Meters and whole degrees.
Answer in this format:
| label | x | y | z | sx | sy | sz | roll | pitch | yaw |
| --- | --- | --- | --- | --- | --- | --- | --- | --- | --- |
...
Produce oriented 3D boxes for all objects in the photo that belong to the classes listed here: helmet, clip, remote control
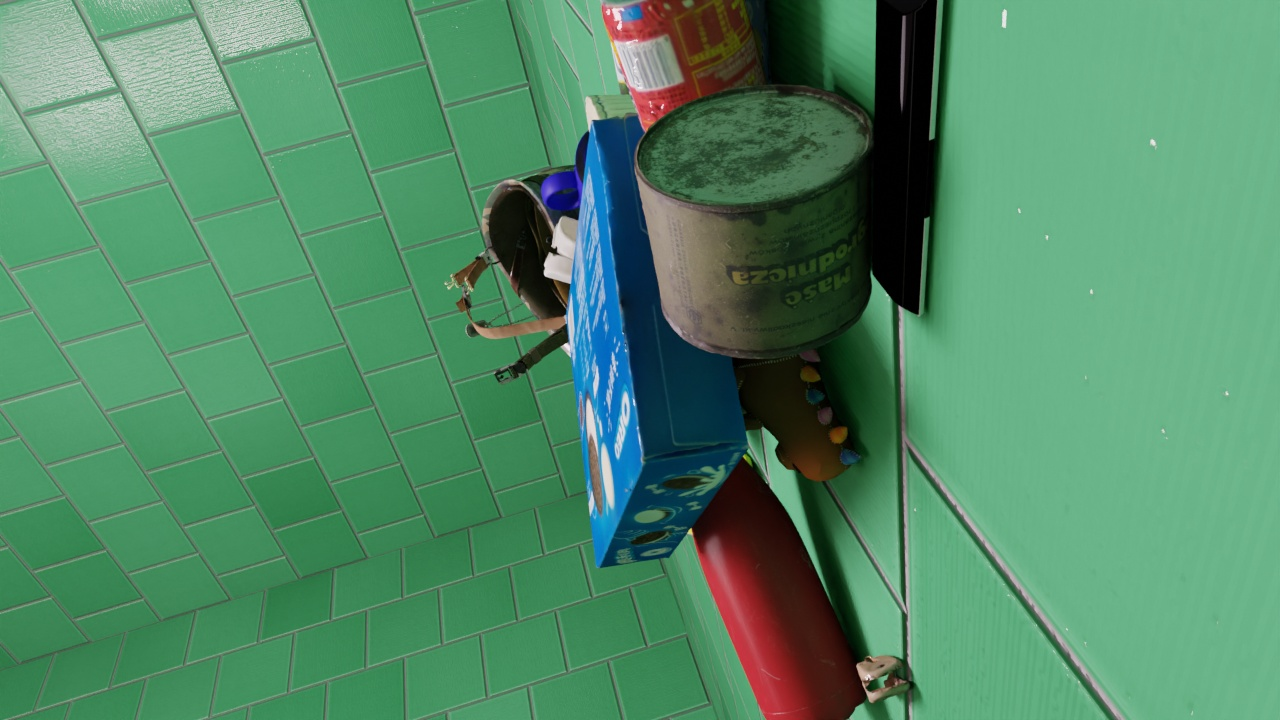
| label | x | y | z | sx | sy | sz | roll | pitch | yaw |
| --- | --- | --- | --- | --- | --- | --- | --- | --- | --- |
| helmet | -0.087 | -0.083 | 0.943 | 0.193 | 0.235 | 0.225 | 35 | 137 | 44 |
| clip | 0.139 | 0.183 | 0.536 | 0.049 | 0.026 | 0.061 | -106 | -5 | -52 |
| remote control | 0.089 | -0.069 | 0.315 | 0.028 | 0.012 | 0.124 | -112 | 7 | -48 |
| clip | -0.020 | -0.069 | 0.768 | 0.150 | 0.125 | 0.089 | -84 | 10 | -64 |

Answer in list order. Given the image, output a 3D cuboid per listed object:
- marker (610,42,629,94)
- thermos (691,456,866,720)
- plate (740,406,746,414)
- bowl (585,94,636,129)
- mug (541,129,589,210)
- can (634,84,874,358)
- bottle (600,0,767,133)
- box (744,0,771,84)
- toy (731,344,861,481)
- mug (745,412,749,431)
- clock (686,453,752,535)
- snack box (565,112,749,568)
| label | x | y | z | sx | sy | sz | roll | pitch | yaw |
| --- | --- | --- | --- | --- | --- | --- | --- | --- | --- |
| marker | -0.019 | -0.282 | 0.805 | 0.017 | 0.017 | 0.147 | -112 | 7 | -48 |
| thermos | 0.077 | 0.133 | 0.635 | 0.073 | 0.073 | 0.240 | 113 | 134 | -83 |
| plate | 0.053 | -0.048 | 0.624 | 0.184 | 0.036 | 0.184 | 158 | 92 | -87 |
| bowl | 0.002 | -0.155 | 0.713 | 0.115 | 0.062 | 0.115 | 162 | 91 | -86 |
| mug | -0.033 | -0.158 | 0.816 | 0.083 | 0.111 | 0.079 | 100 | 158 | -80 |
| can | 0.047 | -0.056 | 0.370 | 0.089 | 0.090 | 0.075 | -112 | 7 | -48 |
| bottle | 0.031 | -0.111 | 0.423 | 0.062 | 0.062 | 0.138 | -113 | 0 | -55 |
| box | 0.038 | -0.209 | 0.416 | 0.067 | 0.052 | 0.210 | 38 | 153 | 42 |
| toy | 0.090 | 0.016 | 0.480 | 0.090 | 0.070 | 0.103 | 60 | 150 | 11 |
| mug | 0.028 | 0.018 | 0.756 | 0.096 | 0.110 | 0.123 | -121 | 15 | -52 |
| clock | 0.061 | 0.114 | 0.828 | 0.119 | 0.083 | 0.057 | -131 | 30 | -72 |
| snack box | -0.003 | 0.003 | 0.556 | 0.239 | 0.056 | 0.195 | 109 | 155 | -64 |
